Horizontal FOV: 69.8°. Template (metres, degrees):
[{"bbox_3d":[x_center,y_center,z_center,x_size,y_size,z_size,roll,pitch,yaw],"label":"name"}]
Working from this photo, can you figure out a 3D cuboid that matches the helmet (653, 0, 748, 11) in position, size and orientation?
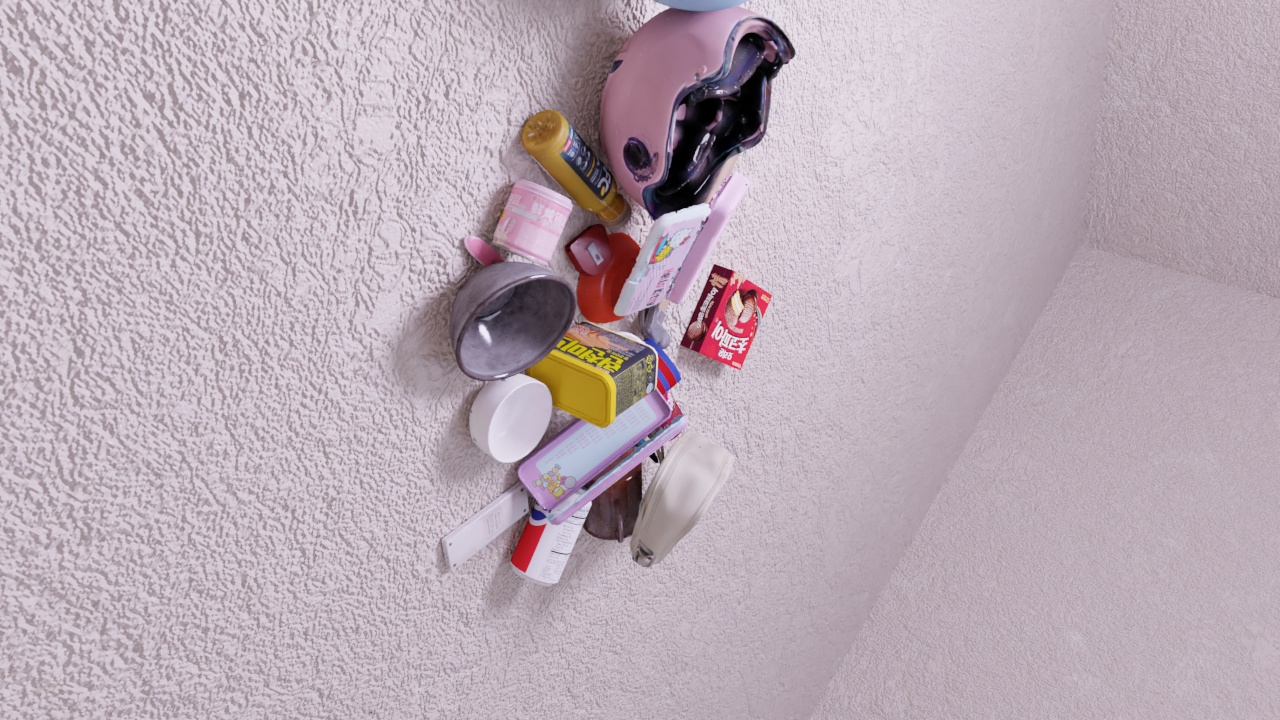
[{"bbox_3d":[0.065,-0.437,0.902,0.167,0.225,0.264,88,15,-44],"label":"helmet"}]

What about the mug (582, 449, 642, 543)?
[{"bbox_3d":[-0.038,0.193,1.276,0.096,0.123,0.110,-13,124,-9],"label":"mug"}]

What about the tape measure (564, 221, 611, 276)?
[{"bbox_3d":[-0.057,-0.131,1.106,0.058,0.019,0.051,-44,115,-30],"label":"tape measure"}]

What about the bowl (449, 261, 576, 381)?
[{"bbox_3d":[-0.146,-0.053,0.978,0.144,0.067,0.145,-29,149,-20],"label":"bowl"}]

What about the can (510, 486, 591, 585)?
[{"bbox_3d":[-0.118,0.226,1.222,0.070,0.070,0.132,22,92,-58],"label":"can"}]

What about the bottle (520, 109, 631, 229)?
[{"bbox_3d":[-0.065,-0.207,1.030,0.053,0.053,0.186,-61,148,-8],"label":"bottle"}]

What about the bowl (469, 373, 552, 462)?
[{"bbox_3d":[-0.157,0.063,1.073,0.104,0.054,0.105,-37,140,-39],"label":"bowl"}]

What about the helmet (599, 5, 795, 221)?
[{"bbox_3d":[0.043,-0.286,1.039,0.229,0.152,0.256,-41,158,-40],"label":"helmet"}]

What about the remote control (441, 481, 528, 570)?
[{"bbox_3d":[-0.194,0.207,1.155,0.135,0.011,0.050,-35,137,-39],"label":"remote control"}]

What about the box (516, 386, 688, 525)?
[{"bbox_3d":[-0.048,0.111,1.147,0.214,0.092,0.090,-37,98,-8],"label":"box"}]

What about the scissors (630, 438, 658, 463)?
[{"bbox_3d":[-0.015,0.126,1.337,0.120,0.019,0.151,1,128,-30],"label":"scissors"}]

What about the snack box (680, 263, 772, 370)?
[{"bbox_3d":[0.137,-0.065,1.435,0.152,0.036,0.132,20,94,-58],"label":"snack box"}]

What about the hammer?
[{"bbox_3d":[0.080,-0.176,1.276,0.331,0.031,0.119,-63,160,-7],"label":"hammer"}]

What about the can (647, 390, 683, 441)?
[{"bbox_3d":[0.020,0.069,1.327,0.063,0.063,0.114,-55,147,-17],"label":"can"}]

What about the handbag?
[{"bbox_3d":[0.041,0.173,1.292,0.184,0.132,0.228,-61,170,23],"label":"handbag"}]

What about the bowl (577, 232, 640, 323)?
[{"bbox_3d":[-0.027,-0.100,1.172,0.121,0.035,0.122,-34,136,-40],"label":"bowl"}]

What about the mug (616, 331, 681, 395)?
[{"bbox_3d":[-0.007,0.007,1.236,0.076,0.075,0.112,-39,110,-10],"label":"mug"}]

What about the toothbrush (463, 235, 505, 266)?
[{"bbox_3d":[-0.153,-0.100,1.007,0.021,0.016,0.135,-59,148,-8],"label":"toothbrush"}]

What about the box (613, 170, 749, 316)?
[{"bbox_3d":[0.054,-0.129,1.112,0.155,0.059,0.202,-40,168,-33],"label":"box"}]

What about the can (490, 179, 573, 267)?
[{"bbox_3d":[-0.116,-0.147,0.982,0.067,0.067,0.076,19,95,-58],"label":"can"}]

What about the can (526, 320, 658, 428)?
[{"bbox_3d":[-0.057,0.013,1.116,0.100,0.131,0.073,-33,135,-45],"label":"can"}]
